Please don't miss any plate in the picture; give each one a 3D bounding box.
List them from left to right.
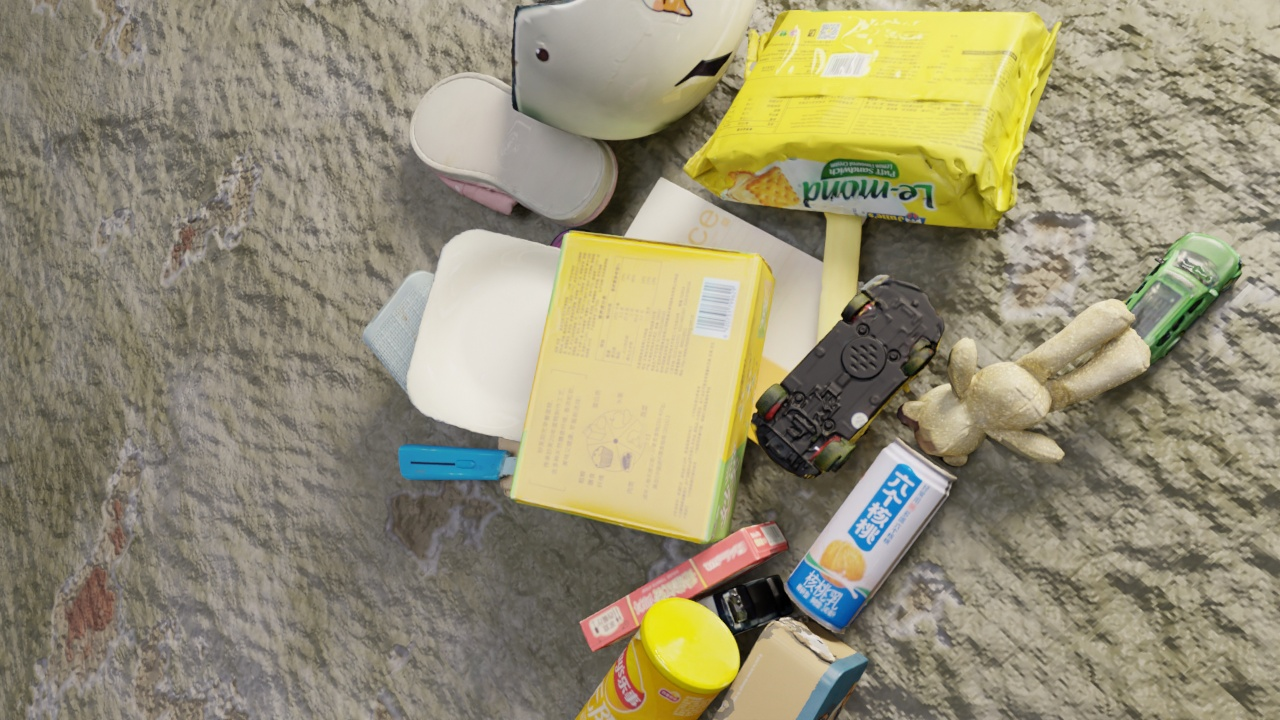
[{"bbox_3d":[-0.100,-0.016,0.761,0.163,0.034,0.164,15,84,0],"label":"plate"}]

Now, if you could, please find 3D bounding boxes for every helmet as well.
[{"bbox_3d":[0.013,-0.290,0.735,0.157,0.230,0.274,34,92,-12],"label":"helmet"}]

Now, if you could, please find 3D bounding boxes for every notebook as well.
[{"bbox_3d":[0.055,-0.046,0.736,0.206,0.010,0.146,35,95,30],"label":"notebook"}]

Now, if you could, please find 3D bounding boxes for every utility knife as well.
[{"bbox_3d":[-0.145,0.092,0.822,0.219,0.018,0.034,-4,79,38],"label":"utility knife"},{"bbox_3d":[0.141,-0.042,0.671,0.031,0.022,0.215,0,72,31],"label":"utility knife"}]

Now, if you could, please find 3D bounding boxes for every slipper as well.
[{"bbox_3d":[-0.119,-0.195,0.862,0.274,0.054,0.114,29,94,35],"label":"slipper"}]

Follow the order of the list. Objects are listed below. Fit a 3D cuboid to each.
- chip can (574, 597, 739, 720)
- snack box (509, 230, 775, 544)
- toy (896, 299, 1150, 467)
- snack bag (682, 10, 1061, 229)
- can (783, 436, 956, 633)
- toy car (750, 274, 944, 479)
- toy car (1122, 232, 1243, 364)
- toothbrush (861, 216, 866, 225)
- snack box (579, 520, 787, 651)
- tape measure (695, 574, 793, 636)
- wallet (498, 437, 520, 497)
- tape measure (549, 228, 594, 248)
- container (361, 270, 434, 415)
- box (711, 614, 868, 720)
[{"bbox_3d":[-0.009,0.264,0.658,0.072,0.071,0.214,47,124,28],"label":"chip can"},{"bbox_3d":[0.003,0.019,0.687,0.158,0.070,0.210,9,85,19],"label":"snack box"},{"bbox_3d":[0.246,0.016,0.595,0.105,0.066,0.158,45,125,-13],"label":"toy"},{"bbox_3d":[0.165,-0.185,0.666,0.247,0.068,0.157,13,68,33],"label":"snack bag"},{"bbox_3d":[0.159,0.121,0.639,0.053,0.053,0.135,39,100,30],"label":"can"},{"bbox_3d":[0.143,0.014,0.630,0.071,0.041,0.156,42,96,18],"label":"toy car"},{"bbox_3d":[0.337,-0.041,0.581,0.091,0.036,0.043,-51,59,7],"label":"toy car"},{"bbox_3d":[0.144,-0.072,0.708,0.016,0.016,0.180,32,96,29],"label":"toothbrush"},{"bbox_3d":[0.033,0.169,0.688,0.153,0.075,0.025,-35,71,20],"label":"snack box"},{"bbox_3d":[0.068,0.184,0.671,0.066,0.065,0.033,-34,67,36],"label":"tape measure"},{"bbox_3d":[-0.076,0.075,0.801,0.115,0.024,0.087,-12,75,26],"label":"wallet"},{"bbox_3d":[-0.052,-0.087,0.811,0.057,0.039,0.058,20,95,31],"label":"tape measure"},{"bbox_3d":[-0.177,-0.007,0.839,0.090,0.090,0.111,-47,64,14],"label":"container"},{"bbox_3d":[0.083,0.268,0.634,0.062,0.089,0.184,29,98,30],"label":"box"}]
